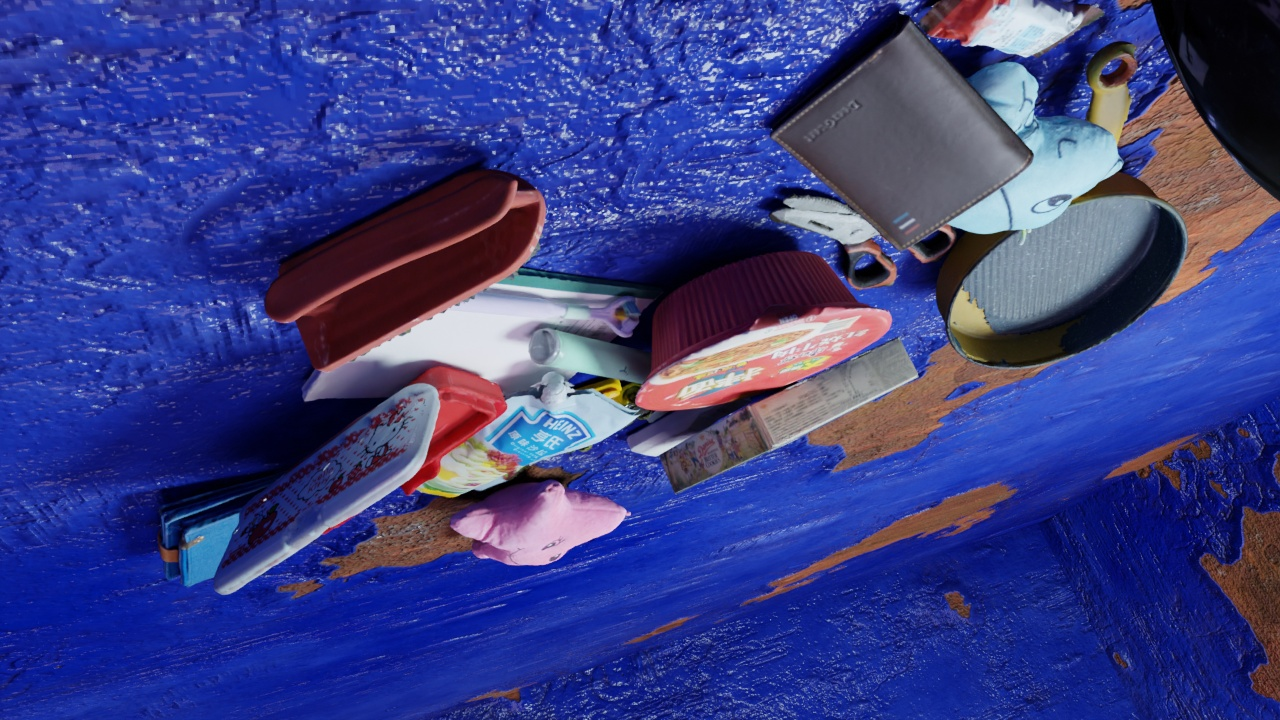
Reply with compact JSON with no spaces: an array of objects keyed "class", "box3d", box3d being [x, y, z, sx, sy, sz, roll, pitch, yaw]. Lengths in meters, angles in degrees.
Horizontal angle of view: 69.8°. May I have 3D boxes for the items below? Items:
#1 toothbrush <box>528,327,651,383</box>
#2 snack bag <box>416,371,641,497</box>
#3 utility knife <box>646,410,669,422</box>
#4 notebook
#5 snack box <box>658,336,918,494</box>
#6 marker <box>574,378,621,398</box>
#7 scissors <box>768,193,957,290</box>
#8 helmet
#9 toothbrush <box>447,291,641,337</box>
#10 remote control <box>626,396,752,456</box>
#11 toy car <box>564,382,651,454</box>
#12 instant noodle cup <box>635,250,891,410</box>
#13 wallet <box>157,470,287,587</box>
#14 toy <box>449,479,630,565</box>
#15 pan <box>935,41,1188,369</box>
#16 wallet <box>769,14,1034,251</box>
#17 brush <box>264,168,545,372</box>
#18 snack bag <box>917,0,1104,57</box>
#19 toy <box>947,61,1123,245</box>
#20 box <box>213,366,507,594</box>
[{"class":"toothbrush","box3d":[-0.004,0.004,0.709,0.224,0.026,0.027,12,111,-54]},{"class":"snack bag","box3d":[-0.103,0.063,0.734,0.191,0.038,0.110,-24,140,27]},{"class":"utility knife","box3d":[0.067,0.014,0.830,0.029,0.013,0.180,9,144,-47]},{"class":"notebook","box3d":[-0.103,-0.015,0.626,0.208,0.012,0.151,2,147,-44]},{"class":"snack box","box3d":[0.130,0.053,0.841,0.177,0.046,0.183,-22,172,-30]},{"class":"marker","box3d":[-0.075,0.039,0.765,0.124,0.015,0.018,-17,151,-2]},{"class":"scissors","box3d":[0.156,-0.086,0.680,0.206,0.015,0.192,-14,157,-14]},{"class":"helmet","box3d":[0.341,-0.158,0.363,0.230,0.274,0.234,12,138,-8]},{"class":"toothbrush","box3d":[-0.074,-0.033,0.575,0.188,0.029,0.021,3,-177,-43]},{"class":"remote control","box3d":[0.047,0.060,0.903,0.125,0.024,0.049,-31,156,23]},{"class":"toy car","box3d":[-0.030,0.045,0.795,0.105,0.032,0.048,-27,157,-1]},{"class":"instant noodle cup","box3d":[0.081,-0.024,0.670,0.194,0.065,0.194,-15,166,-4]},{"class":"wallet","box3d":[-0.330,0.136,0.740,0.106,0.040,0.133,-16,157,-33]},{"class":"toy","box3d":[-0.098,0.164,0.941,0.178,0.074,0.195,-9,156,-6]},{"class":"pan","box3d":[0.325,-0.104,0.694,0.198,0.078,0.358,-18,139,7]},{"class":"wallet","box3d":[0.149,-0.124,0.523,0.122,0.020,0.097,33,129,-27]},{"class":"brush","box3d":[-0.115,-0.052,0.468,0.146,0.063,0.069,-25,170,8]},{"class":"snack bag","box3d":[0.198,-0.182,0.488,0.104,0.026,0.048,-6,164,-33]},{"class":"toy","box3d":[0.220,-0.123,0.570,0.161,0.049,0.156,-12,146,10]},{"class":"box","box3d":[-0.198,0.078,0.635,0.202,0.073,0.154,-33,-179,22]}]
